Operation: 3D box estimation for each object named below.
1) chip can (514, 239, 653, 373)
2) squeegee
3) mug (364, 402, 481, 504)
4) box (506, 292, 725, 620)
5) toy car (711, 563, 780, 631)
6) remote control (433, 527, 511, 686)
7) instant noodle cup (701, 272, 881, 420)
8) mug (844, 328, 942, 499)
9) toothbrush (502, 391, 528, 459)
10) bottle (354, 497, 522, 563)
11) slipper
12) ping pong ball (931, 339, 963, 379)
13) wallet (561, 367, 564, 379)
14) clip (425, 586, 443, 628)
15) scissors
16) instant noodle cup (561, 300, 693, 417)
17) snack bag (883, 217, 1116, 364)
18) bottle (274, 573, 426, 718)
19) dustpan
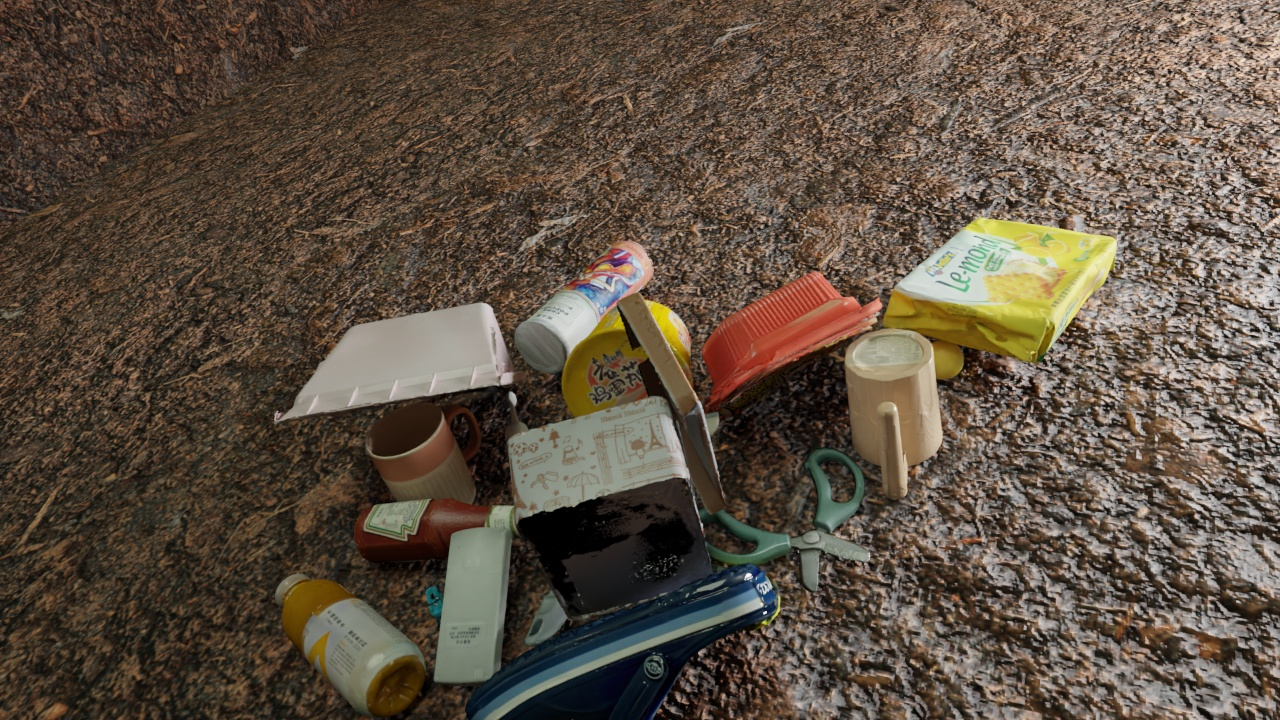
[{"bbox_3d":[-0.063,-0.070,1.120,0.071,0.071,0.214,7,36,31],"label":"chip can"},{"bbox_3d":[-0.052,0.166,0.854,0.247,0.039,0.245,-15,34,30],"label":"squeegee"},{"bbox_3d":[-0.214,0.101,0.954,0.082,0.106,0.114,18,48,39],"label":"mug"},{"bbox_3d":[-0.020,0.072,0.750,0.157,0.183,0.193,-16,49,-1],"label":"box"},{"bbox_3d":[0.066,0.198,0.764,0.105,0.032,0.048,6,42,29],"label":"toy car"},{"bbox_3d":[-0.145,0.213,0.801,0.056,0.019,0.135,-8,60,15],"label":"remote control"},{"bbox_3d":[0.135,-0.018,0.909,0.164,0.189,0.079,-28,81,-15],"label":"instant noodle cup"},{"bbox_3d":[0.230,0.047,0.840,0.084,0.104,0.124,-2,37,20],"label":"mug"},{"bbox_3d":[-0.129,0.090,0.975,0.026,0.026,0.221,-51,27,14],"label":"toothbrush"},{"bbox_3d":[-0.178,0.161,0.882,0.206,0.060,0.059,-9,35,23],"label":"bottle"},{"bbox_3d":[-0.007,0.236,0.699,0.253,0.105,0.095,-27,76,9],"label":"slipper"},{"bbox_3d":[0.305,-0.001,0.927,0.040,0.040,0.040,-12,35,8],"label":"ping pong ball"},{"bbox_3d":[-0.048,-0.019,1.114,0.097,0.019,0.120,-14,29,5],"label":"wallet"},{"bbox_3d":[-0.187,0.227,0.846,0.015,0.050,0.057,-29,27,-12],"label":"clip"},{"bbox_3d":[0.139,0.134,0.834,0.170,0.019,0.178,8,41,34],"label":"scissors"},{"bbox_3d":[-0.006,0.006,0.979,0.138,0.138,0.109,-8,25,14],"label":"instant noodle cup"},{"bbox_3d":[0.376,-0.073,0.945,0.158,0.068,0.245,18,37,37],"label":"snack bag"},{"bbox_3d":[-0.265,0.244,0.813,0.190,0.068,0.067,20,49,41],"label":"bottle"},{"bbox_3d":[-0.229,0.039,0.988,0.222,0.139,0.273,-8,28,3],"label":"dustpan"}]
